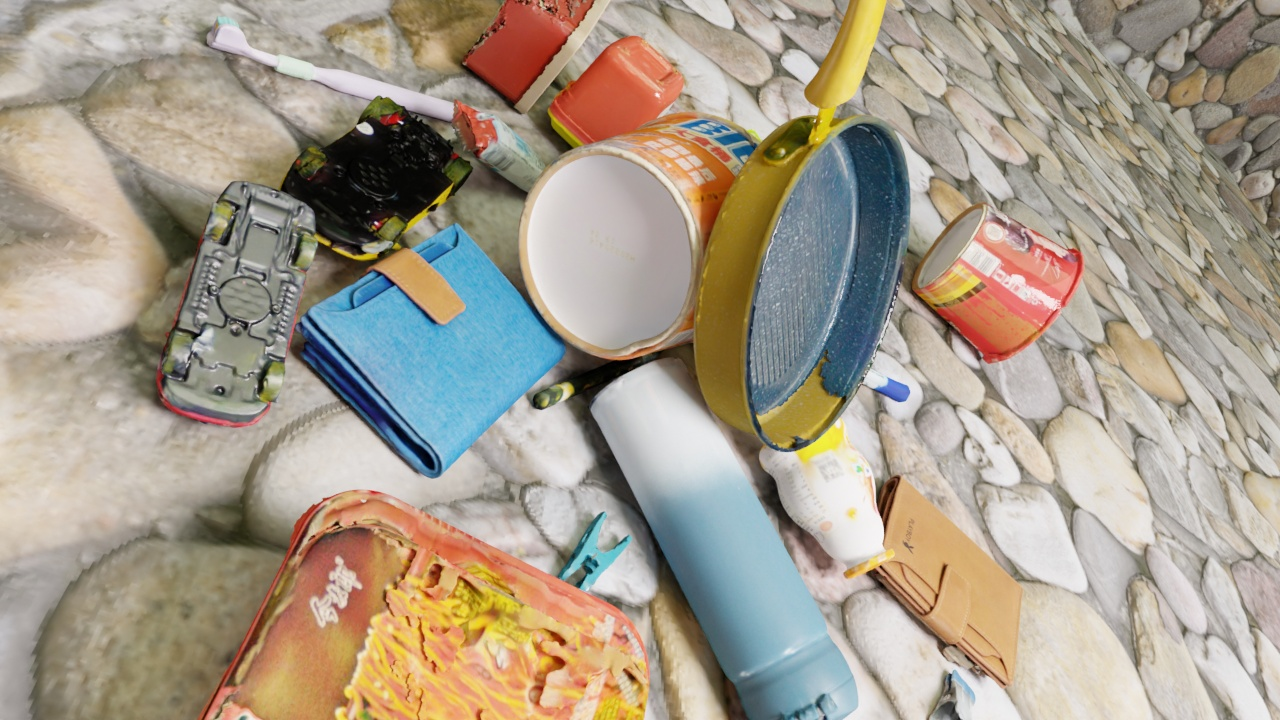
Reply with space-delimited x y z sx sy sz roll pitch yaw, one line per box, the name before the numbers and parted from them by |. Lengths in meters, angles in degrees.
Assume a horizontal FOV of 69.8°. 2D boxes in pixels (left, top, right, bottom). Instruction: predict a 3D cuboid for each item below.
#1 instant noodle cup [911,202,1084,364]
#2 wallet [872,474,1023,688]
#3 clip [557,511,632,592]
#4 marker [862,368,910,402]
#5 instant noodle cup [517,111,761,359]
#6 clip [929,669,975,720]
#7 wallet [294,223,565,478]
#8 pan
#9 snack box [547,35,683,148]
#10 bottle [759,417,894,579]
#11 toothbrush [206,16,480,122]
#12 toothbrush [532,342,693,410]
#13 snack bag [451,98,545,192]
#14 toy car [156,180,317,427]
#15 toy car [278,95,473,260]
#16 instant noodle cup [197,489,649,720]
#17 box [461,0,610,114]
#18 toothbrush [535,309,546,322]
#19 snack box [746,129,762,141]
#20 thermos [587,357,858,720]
instant noodle cup | 0.349 -0.085 0.913 0.108 0.138 0.137 35 39 -5
wallet | 0.220 0.157 0.660 0.132 0.031 0.107 43 37 -3
clip | -0.025 0.105 0.492 0.041 0.014 0.056 44 39 -3
marker | 0.166 0.003 0.755 0.145 0.017 0.016 24 44 -27
instant noodle cup | 0.006 -0.072 0.553 0.151 0.152 0.111 52 32 7
clip | 0.205 0.226 0.599 0.024 0.028 0.056 53 29 5
wallet | -0.107 -0.011 0.500 0.106 0.040 0.132 48 37 -5
pan | 0.100 -0.099 0.479 0.078 0.358 0.197 19 50 33
snack box | -0.014 -0.198 0.705 0.082 0.080 0.091 42 30 -7
bottle | 0.125 0.088 0.605 0.063 0.063 0.108 -5 61 -45
toothbrush | -0.178 -0.180 0.595 0.189 0.029 0.021 9 92 -40
toothbrush | -0.004 0.004 0.601 0.185 0.012 0.017 -23 85 -50
snack bag | -0.088 -0.137 0.615 0.105 0.026 0.045 29 28 -58
toy car | -0.187 -0.025 0.429 0.053 0.045 0.120 19 58 -27
toy car | -0.153 -0.103 0.531 0.071 0.041 0.155 38 34 -10
instant noodle cup | -0.085 0.156 0.339 0.164 0.079 0.188 32 42 -18
box | -0.076 -0.278 0.715 0.078 0.092 0.167 37 39 -18
toothbrush | -0.052 -0.085 0.633 0.016 0.018 0.191 30 39 -20
snack box | 0.041 -0.125 0.683 0.156 0.026 0.085 -16 67 -29
thermos | 0.046 0.106 0.518 0.070 0.070 0.220 -9 65 -46
